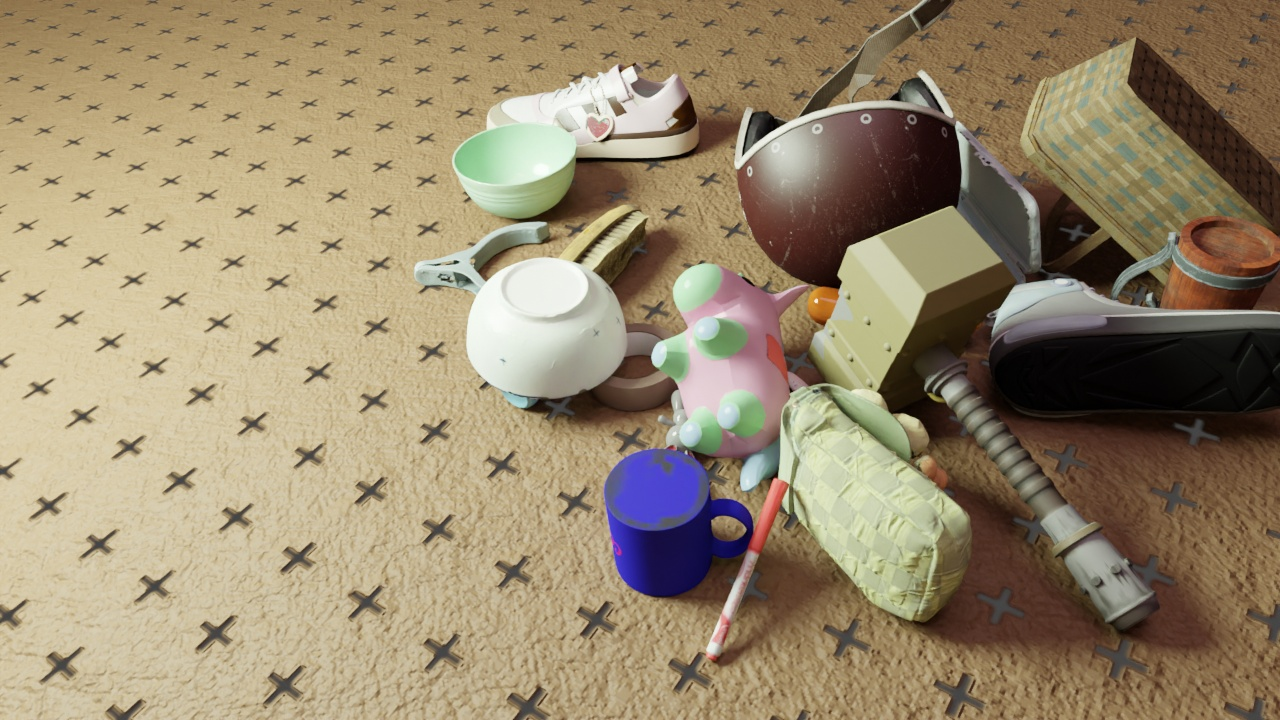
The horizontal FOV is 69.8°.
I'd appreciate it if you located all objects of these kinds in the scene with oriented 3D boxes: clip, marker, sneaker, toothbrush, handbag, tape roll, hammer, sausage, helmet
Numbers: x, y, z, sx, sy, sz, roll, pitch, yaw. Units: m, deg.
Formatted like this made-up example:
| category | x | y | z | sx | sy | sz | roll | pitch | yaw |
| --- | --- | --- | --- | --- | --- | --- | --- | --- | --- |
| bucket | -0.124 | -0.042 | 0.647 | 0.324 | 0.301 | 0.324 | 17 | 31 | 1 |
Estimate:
| category | x | y | z | sx | sy | sz | roll | pitch | yaw |
| --- | --- | --- | --- | --- | --- | --- | --- | --- | --- |
| clip | -0.154 | -0.119 | 1.044 | 0.169 | 0.031 | 0.164 | 16 | 45 | 21 |
| marker | 0.079 | 0.154 | 0.681 | 0.013 | 0.013 | 0.142 | 18 | 74 | 25 |
| sneaker | 0.442 | -0.028 | 0.809 | 0.257 | 0.093 | 0.160 | -3 | 31 | 20 |
| toothbrush | 0.180 | 0.061 | 0.810 | 0.015 | 0.018 | 0.181 | -20 | 43 | -19 |
| handbag | 0.184 | 0.099 | 0.702 | 0.116 | 0.113 | 0.186 | -25 | 48 | -23 |
| tape roll | -0.005 | 0.005 | 0.884 | 0.094 | 0.030 | 0.093 | -4 | 42 | 3 |
| hammer | 0.276 | 0.058 | 0.715 | 0.100 | 0.191 | 0.324 | -22 | 61 | -17 |
| sausage | 0.246 | -0.045 | 0.896 | 0.164 | 0.044 | 0.039 | 6 | 54 | 18 |
| helmet | 0.214 | -0.202 | 0.924 | 0.234 | 0.234 | 0.253 | -9 | 57 | 13 |
| sneaker | -0.072 | -0.334 | 1.202 | 0.294 | 0.117 | 0.111 | 8 | 44 | 15 |

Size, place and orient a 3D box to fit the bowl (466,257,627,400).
| category | x | y | z | sx | sy | sz | roll | pitch | yaw |
| --- | --- | --- | --- | --- | --- | --- | --- | --- | --- |
| bowl | -0.088 | -0.043 | 0.855 | 0.153 | 0.073 | 0.153 | 2 | 46 | -2 |

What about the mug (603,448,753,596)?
| category | x | y | z | sx | sy | sz | roll | pitch | yaw |
| --- | --- | --- | --- | --- | --- | --- | --- | --- | --- |
| mug | 0.031 | 0.126 | 0.707 | 0.111 | 0.084 | 0.079 | 2 | 43 | 9 |

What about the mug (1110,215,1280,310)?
| category | x | y | z | sx | sy | sz | roll | pitch | yaw |
| --- | --- | --- | --- | --- | --- | --- | --- | --- | --- |
| mug | 0.500 | -0.067 | 0.838 | 0.117 | 0.111 | 0.081 | 15 | 46 | 22 |

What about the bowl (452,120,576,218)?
| category | x | y | z | sx | sy | sz | roll | pitch | yaw |
| --- | --- | --- | --- | --- | --- | --- | --- | --- | --- |
| bowl | -0.148 | -0.223 | 1.119 | 0.151 | 0.077 | 0.150 | -4 | 42 | 3 |

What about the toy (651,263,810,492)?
| category | x | y | z | sx | sy | sz | roll | pitch | yaw |
| --- | --- | --- | --- | --- | --- | --- | --- | --- | --- |
| toy | 0.089 | 0.010 | 0.814 | 0.120 | 0.170 | 0.222 | -29 | 68 | 31 |

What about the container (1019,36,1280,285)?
| category | x | y | z | sx | sy | sz | roll | pitch | yaw |
| --- | --- | --- | --- | --- | --- | --- | --- | --- | --- |
| container | 0.481 | -0.171 | 0.922 | 0.250 | 0.187 | 0.157 | 40 | 50 | -7 |

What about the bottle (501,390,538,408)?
| category | x | y | z | sx | sy | sz | roll | pitch | yaw |
| --- | --- | --- | --- | --- | --- | --- | --- | --- | --- |
| bottle | -0.085 | -0.007 | 0.901 | 0.040 | 0.040 | 0.129 | 20 | 48 | 26 |

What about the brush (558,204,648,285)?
| category | x | y | z | sx | sy | sz | roll | pitch | yaw |
| --- | --- | --- | --- | --- | --- | --- | --- | --- | --- |
| brush | -0.047 | -0.110 | 0.996 | 0.043 | 0.059 | 0.194 | 26 | 50 | 17 |

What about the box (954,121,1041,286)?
| category | x | y | z | sx | sy | sz | roll | pitch | yaw |
| --- | --- | --- | --- | --- | --- | --- | --- | --- | --- |
| box | 0.331 | -0.152 | 0.975 | 0.105 | 0.130 | 0.210 | -15 | 36 | 3 |

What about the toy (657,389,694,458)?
| category | x | y | z | sx | sy | sz | roll | pitch | yaw |
| --- | --- | --- | --- | --- | --- | --- | --- | --- | --- |
| toy | 0.037 | 0.069 | 0.808 | 0.049 | 0.030 | 0.111 | 22 | 40 | -9 |
